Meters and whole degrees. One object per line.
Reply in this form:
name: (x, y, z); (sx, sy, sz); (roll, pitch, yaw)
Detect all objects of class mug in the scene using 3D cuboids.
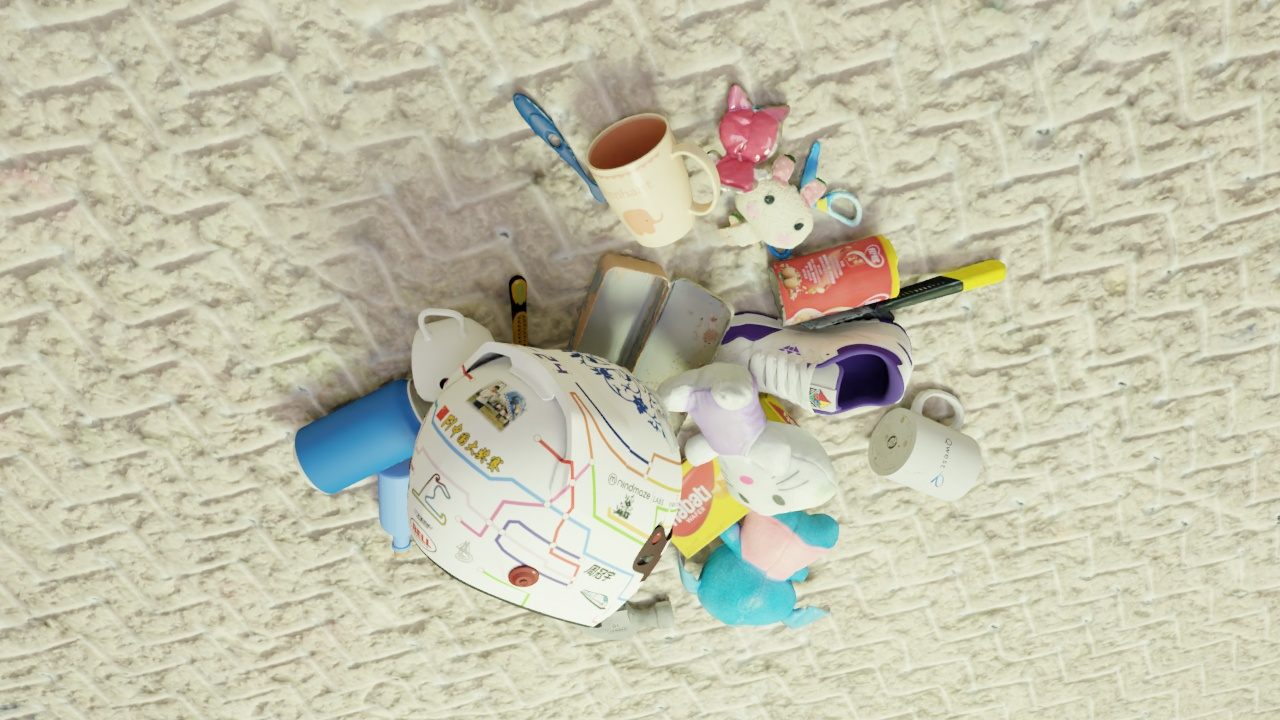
mug: (0.019, -0.164, 0.851); (0.112, 0.085, 0.104); (-1, 138, 27)
mug: (-0.185, -0.009, 0.917); (0.076, 0.090, 0.124); (-2, 141, 2)
mug: (0.338, 0.093, 1.074); (0.096, 0.083, 0.119); (22, 89, -20)

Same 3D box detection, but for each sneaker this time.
sneaker: (0.165, 0.013, 0.958); (0.244, 0.111, 0.092); (-1, 119, 6)

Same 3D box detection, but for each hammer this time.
hammer: (-0.044, 0.226, 1.126); (0.139, 0.035, 0.313); (-9, 122, 0)

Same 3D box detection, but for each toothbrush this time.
toothbrush: (-0.074, -0.200, 0.864); (0.021, 0.016, 0.132); (-36, 117, 14)

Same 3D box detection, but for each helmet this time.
helmet: (-0.074, 0.111, 0.879); (0.236, 0.231, 0.314); (-51, 146, -2)

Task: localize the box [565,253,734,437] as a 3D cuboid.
box: (-0.005, 0.004, 0.974); (0.157, 0.071, 0.217); (24, 118, 3)

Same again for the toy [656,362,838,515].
toy: (0.111, 0.082, 0.948); (0.138, 0.085, 0.209); (-8, 132, 43)

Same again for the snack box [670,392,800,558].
snack box: (0.099, 0.132, 1.060); (0.201, 0.042, 0.092); (-41, 92, 17)

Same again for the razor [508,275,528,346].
razor: (-0.125, -0.024, 0.963); (0.044, 0.021, 0.144); (-13, 126, -21)

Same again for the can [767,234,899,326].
can: (0.198, -0.082, 0.944); (0.124, 0.066, 0.067); (-15, 123, 2)

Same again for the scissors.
scissors: (0.169, -0.158, 0.923); (0.130, 0.014, 0.126); (3, 121, -9)

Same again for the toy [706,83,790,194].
toy: (0.098, -0.202, 0.866); (0.065, 0.050, 0.102); (19, 83, -5)

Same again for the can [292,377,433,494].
can: (-0.288, 0.080, 0.971); (0.146, 0.078, 0.079); (-26, 122, 8)

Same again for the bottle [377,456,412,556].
bottle: (-0.274, 0.171, 1.049); (0.048, 0.048, 0.131); (2, 122, -9)

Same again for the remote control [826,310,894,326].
remote control: (0.212, -0.017, 1.014); (0.045, 0.021, 0.141); (40, 114, -16)

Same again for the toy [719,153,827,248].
toy: (0.128, -0.146, 0.898); (0.087, 0.050, 0.112); (40, 107, -22)

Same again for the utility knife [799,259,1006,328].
utility knife: (0.278, -0.067, 0.968); (0.233, 0.028, 0.020); (-15, 120, -8)

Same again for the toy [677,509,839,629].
toy: (0.160, 0.252, 1.130); (0.224, 0.098, 0.192); (27, 110, -9)
